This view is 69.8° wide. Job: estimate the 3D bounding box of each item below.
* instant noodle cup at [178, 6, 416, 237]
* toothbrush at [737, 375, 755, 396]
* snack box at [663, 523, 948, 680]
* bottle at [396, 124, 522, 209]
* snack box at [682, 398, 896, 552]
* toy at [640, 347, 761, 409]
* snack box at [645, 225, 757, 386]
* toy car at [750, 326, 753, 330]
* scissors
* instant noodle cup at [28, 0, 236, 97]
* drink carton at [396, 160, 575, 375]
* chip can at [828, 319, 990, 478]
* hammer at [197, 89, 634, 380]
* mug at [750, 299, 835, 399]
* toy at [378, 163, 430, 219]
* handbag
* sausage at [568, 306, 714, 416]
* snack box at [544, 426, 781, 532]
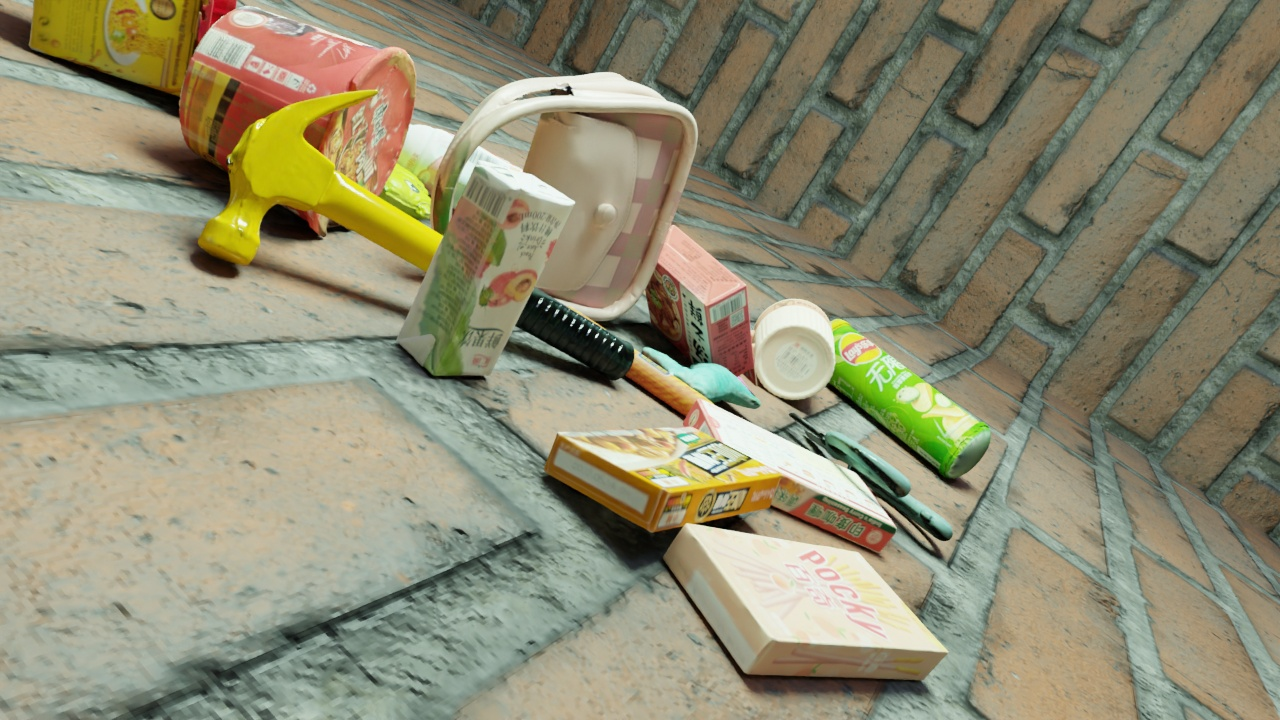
[{"bbox_3d":[-0.233,-0.170,0.627,0.108,0.138,0.137,25,17,0],"label":"instant noodle cup"},{"bbox_3d":[0.076,-0.013,0.911,0.014,0.018,0.189,22,20,-33],"label":"toothbrush"},{"bbox_3d":[0.092,0.133,0.499,0.157,0.026,0.084,17,22,-40],"label":"snack box"},{"bbox_3d":[-0.151,-0.162,0.844,0.197,0.068,0.068,27,17,-17],"label":"bottle"},{"bbox_3d":[0.108,0.083,0.670,0.155,0.027,0.077,26,17,-19],"label":"snack box"},{"bbox_3d":[0.048,0.015,0.759,0.096,0.030,0.091,31,13,20],"label":"toy"},{"bbox_3d":[0.051,-0.040,0.831,0.113,0.044,0.127,46,-22,41],"label":"snack box"},{"bbox_3d":[0.077,-0.063,1.028,0.120,0.037,0.054,36,13,-20],"label":"toy car"},{"bbox_3d":[0.193,0.097,0.767,0.171,0.019,0.177,40,-3,-18],"label":"scissors"},{"bbox_3d":[-0.374,-0.259,0.679,0.123,0.116,0.116,6,28,-32],"label":"instant noodle cup"},{"bbox_3d":[-0.093,-0.052,0.537,0.045,0.123,0.053,38,20,26],"label":"drink carton"},{"bbox_3d":[0.286,0.042,1.028,0.221,0.073,0.072,43,20,32],"label":"chip can"},{"bbox_3d":[-0.117,-0.061,0.595,0.300,0.128,0.033,31,-17,-36],"label":"hammer"},{"bbox_3d":[0.141,-0.014,0.939,0.114,0.082,0.105,6,17,7],"label":"mug"},{"bbox_3d":[-0.209,-0.147,0.768,0.096,0.031,0.100,31,12,-3],"label":"toy"},{"bbox_3d":[-0.071,-0.130,0.716,0.093,0.194,0.233,34,24,31],"label":"handbag"},{"bbox_3d":[-0.004,0.004,0.710,0.165,0.021,0.021,35,17,9],"label":"sausage"},{"bbox_3d":[0.019,0.066,0.536,0.075,0.026,0.153,25,10,30],"label":"snack box"}]
